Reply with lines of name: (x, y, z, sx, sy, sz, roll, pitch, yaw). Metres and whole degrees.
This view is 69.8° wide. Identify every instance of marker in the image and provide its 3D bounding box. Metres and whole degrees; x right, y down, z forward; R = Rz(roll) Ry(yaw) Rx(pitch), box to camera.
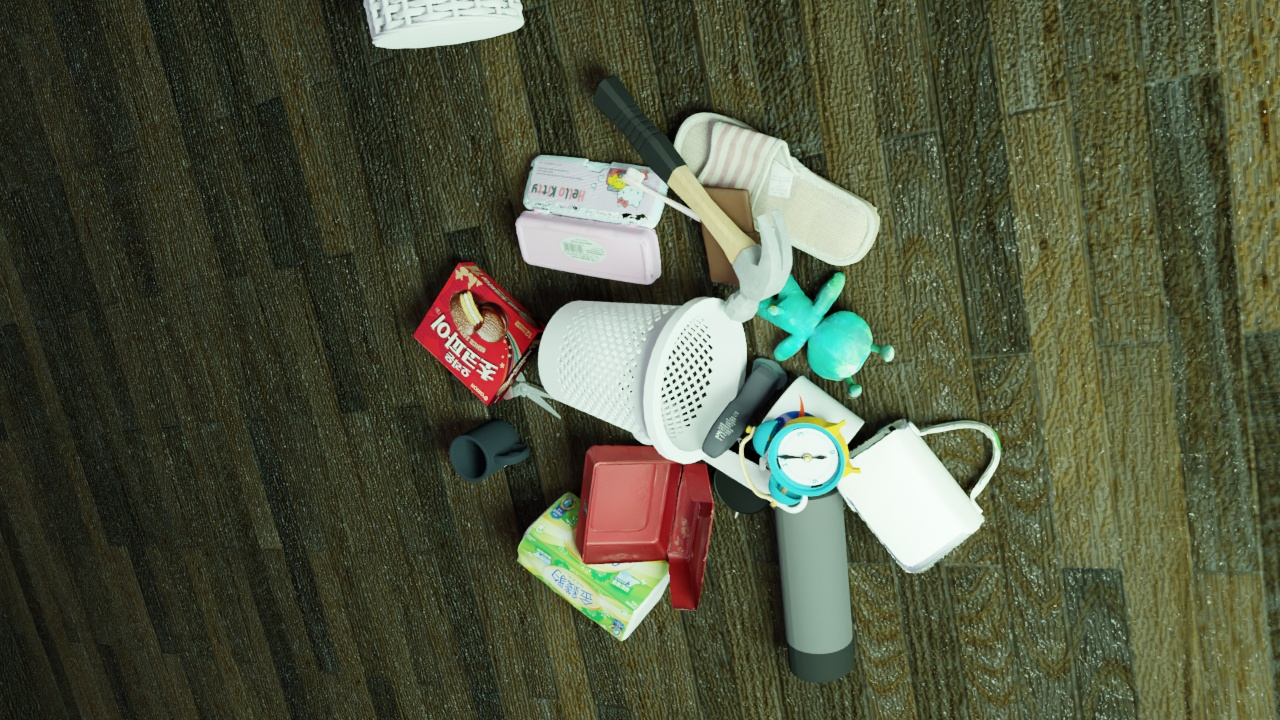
marker: (0.045, 0.221, 1.251, 0.011, 0.011, 0.152, 19, 113, 23)

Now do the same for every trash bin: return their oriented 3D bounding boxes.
trash bin: (-0.007, 0.007, 1.122, 0.200, 0.195, 0.196, 13, 111, 36)

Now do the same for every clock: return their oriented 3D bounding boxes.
clock: (0.133, 0.138, 1.157, 0.091, 0.042, 0.121, -10, 100, 31)
clock: (0.173, 0.109, 1.019, 0.130, 0.043, 0.099, -16, 97, 25)

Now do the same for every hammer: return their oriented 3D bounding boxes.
hammer: (0.051, -0.200, 1.045, 0.328, 0.039, 0.131, 53, 144, 18)

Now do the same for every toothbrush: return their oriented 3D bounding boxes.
toothbrush: (0.059, -0.181, 1.098, 0.181, 0.016, 0.018, 30, 78, 4)

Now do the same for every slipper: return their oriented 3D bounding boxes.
slipper: (0.146, -0.196, 1.041, 0.263, 0.052, 0.115, 34, 120, 16)

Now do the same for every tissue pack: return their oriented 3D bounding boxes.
tissue pack: (-0.072, 0.305, 1.289, 0.198, 0.120, 0.142, 38, 135, 21)

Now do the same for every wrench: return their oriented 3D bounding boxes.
wrench: (0.092, 0.117, 1.135, 0.273, 0.018, 0.066, 27, 84, 38)

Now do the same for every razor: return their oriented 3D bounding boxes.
razor: (0.122, 0.059, 1.099, 0.047, 0.142, 0.052, 34, 158, 16)

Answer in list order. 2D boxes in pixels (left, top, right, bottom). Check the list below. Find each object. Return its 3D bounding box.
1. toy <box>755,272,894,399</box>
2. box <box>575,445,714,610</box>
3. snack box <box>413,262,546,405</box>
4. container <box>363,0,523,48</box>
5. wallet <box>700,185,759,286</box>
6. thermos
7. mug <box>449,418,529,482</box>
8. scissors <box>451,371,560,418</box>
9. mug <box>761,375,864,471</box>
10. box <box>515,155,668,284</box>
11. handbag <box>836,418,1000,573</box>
toy: (0.198, -0.038, 1.055, 0.193, 0.072, 0.131, 41, 121, 23)
box: (0.000, 0.204, 1.172, 0.170, 0.156, 0.157, 7, 109, 1)
snack box: (-0.226, -0.038, 1.292, 0.152, 0.035, 0.133, 41, 110, 12)
container: (-0.245, -0.483, 1.088, 0.190, 0.188, 0.187, -1, 106, 29)
wallet: (0.102, -0.142, 1.062, 0.087, 0.013, 0.121, 18, 129, 48)
thermos: (0.214, 0.268, 1.129, 0.082, 0.082, 0.240, 1, 106, 29)
mug: (-0.211, 0.132, 1.326, 0.105, 0.077, 0.071, 6, 108, 28)
scissors: (-0.200, 0.023, 1.323, 0.185, 0.015, 0.179, -23, 94, 31)
mug: (0.191, 0.092, 1.082, 0.090, 0.090, 0.121, 38, 121, 14)
box: (-0.066, -0.177, 1.159, 0.202, 0.066, 0.154, 12, 110, 25)
handbag: (0.328, 0.133, 1.044, 0.176, 0.074, 0.151, -40, 85, 13)
